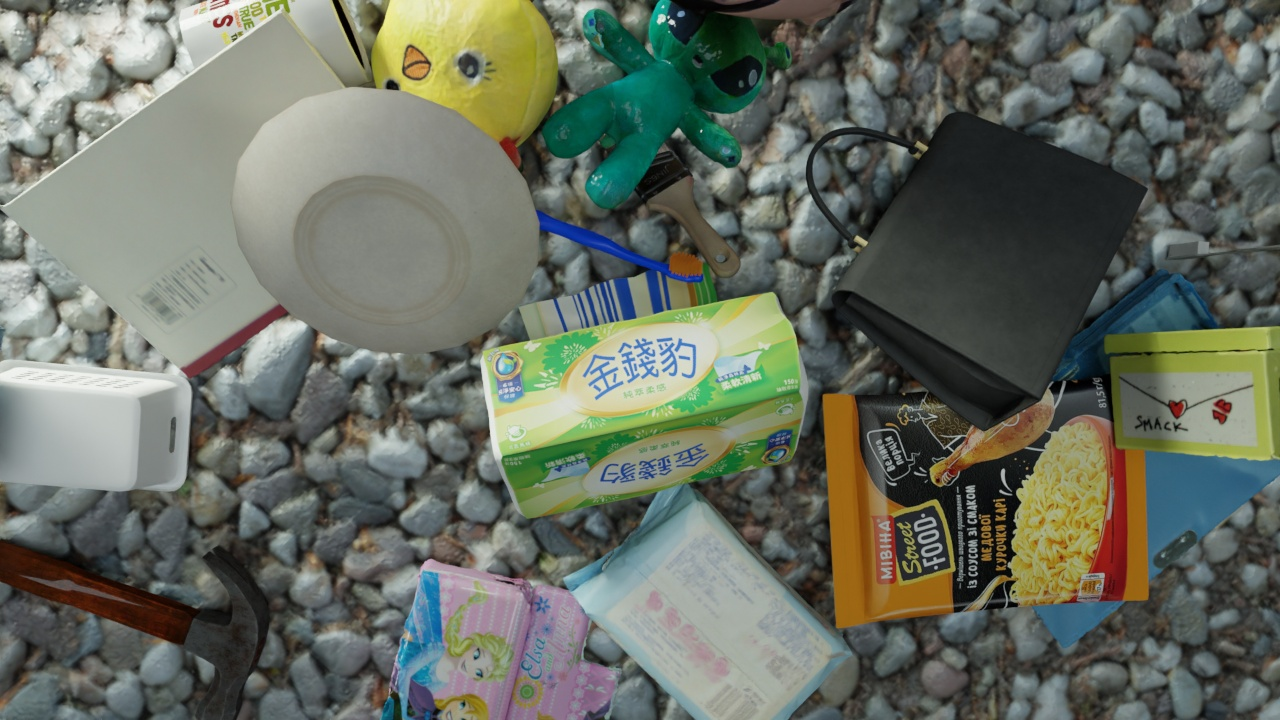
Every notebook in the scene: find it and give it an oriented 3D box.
[{"bbox_3d":[-0.257,-0.096,0.578,0.209,0.012,0.153,-33,122,4],"label":"notebook"}]

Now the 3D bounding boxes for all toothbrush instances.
[{"bbox_3d":[-0.043,-0.087,0.608,0.182,0.016,0.018,21,131,10],"label":"toothbrush"},{"bbox_3d":[0.402,-0.076,0.579,0.010,0.181,0.010,4,91,-10],"label":"toothbrush"}]

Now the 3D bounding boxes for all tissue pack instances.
[{"bbox_3d":[0.047,0.175,0.632,0.112,0.070,0.182,-45,94,0],"label":"tissue pack"},{"bbox_3d":[-0.004,0.004,0.603,0.197,0.120,0.141,-9,59,-9],"label":"tissue pack"}]

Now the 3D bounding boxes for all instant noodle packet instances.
[{"bbox_3d":[0.237,0.095,0.623,0.221,0.032,0.160,-4,94,-3],"label":"instant noodle packet"}]

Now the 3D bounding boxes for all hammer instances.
[{"bbox_3d":[-0.401,0.146,0.619,0.300,0.028,0.111,22,94,-5],"label":"hammer"}]

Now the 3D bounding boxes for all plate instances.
[{"bbox_3d":[-0.158,-0.073,0.570,0.188,0.027,0.189,-2,128,-2],"label":"plate"}]

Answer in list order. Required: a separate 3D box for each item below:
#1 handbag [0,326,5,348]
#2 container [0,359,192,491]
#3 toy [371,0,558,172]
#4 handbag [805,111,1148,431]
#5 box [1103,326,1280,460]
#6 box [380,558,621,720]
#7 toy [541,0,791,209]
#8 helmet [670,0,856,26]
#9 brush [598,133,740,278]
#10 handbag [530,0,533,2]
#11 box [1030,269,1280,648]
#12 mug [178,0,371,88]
[{"bbox_3d":[-0.468,0.008,0.535,0.192,0.118,0.122,16,93,24],"label":"handbag"},{"bbox_3d":[-0.371,0.046,0.602,0.129,0.049,0.081,6,94,-4],"label":"container"},{"bbox_3d":[-0.114,-0.211,0.567,0.134,0.092,0.208,-3,114,32],"label":"toy"},{"bbox_3d":[0.196,-0.086,0.605,0.196,0.072,0.175,34,70,5],"label":"handbag"},{"bbox_3d":[0.430,0.012,0.585,0.220,0.124,0.081,-6,90,-15],"label":"box"},{"bbox_3d":[-0.104,0.268,0.649,0.159,0.035,0.230,14,95,-6],"label":"box"},{"bbox_3d":[0.019,-0.176,0.589,0.130,0.072,0.193,48,70,-7],"label":"toy"},{"bbox_3d":[0.059,-0.286,0.527,0.229,0.153,0.255,-11,55,-31],"label":"helmet"},{"bbox_3d":[0.018,-0.115,0.610,0.039,0.012,0.151,-32,75,-8],"label":"brush"},{"bbox_3d":[-0.078,-0.263,0.612,0.055,0.029,0.120,37,97,-8],"label":"handbag"},{"bbox_3d":[0.338,0.071,0.661,0.231,0.033,0.174,-38,97,0],"label":"box"},{"bbox_3d":[-0.223,-0.186,0.587,0.089,0.073,0.105,-20,121,-2],"label":"mug"}]
